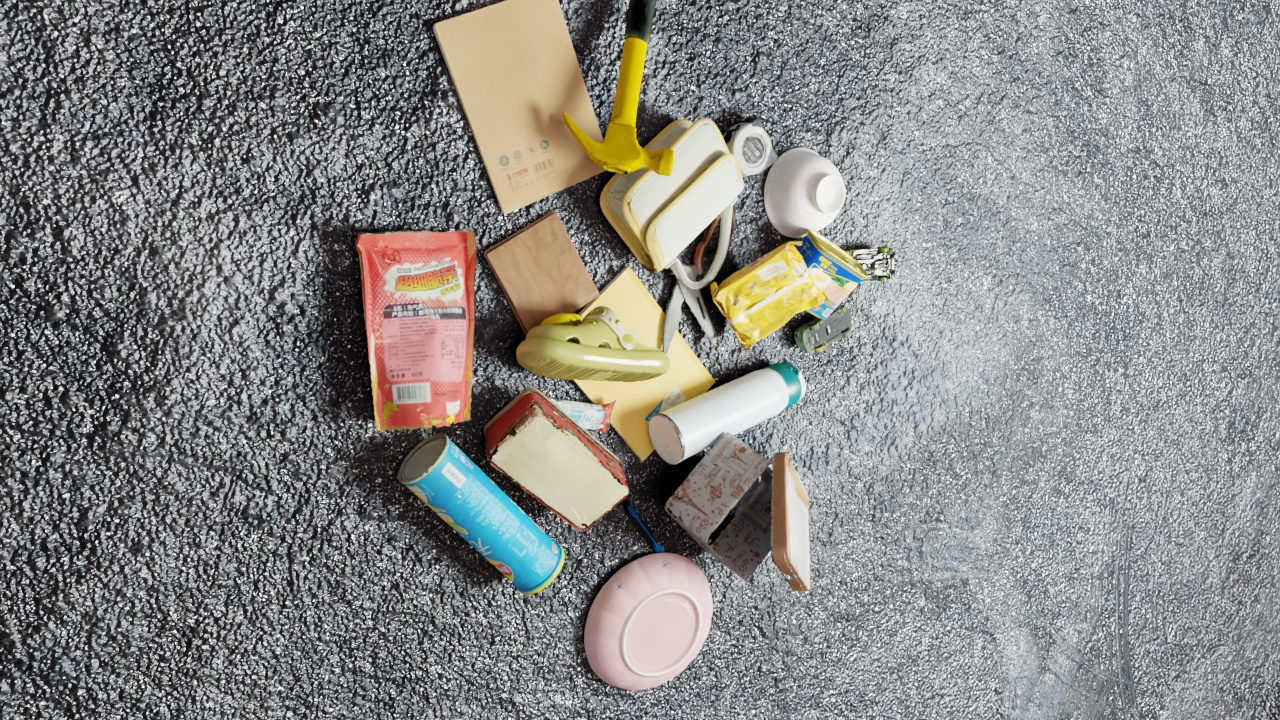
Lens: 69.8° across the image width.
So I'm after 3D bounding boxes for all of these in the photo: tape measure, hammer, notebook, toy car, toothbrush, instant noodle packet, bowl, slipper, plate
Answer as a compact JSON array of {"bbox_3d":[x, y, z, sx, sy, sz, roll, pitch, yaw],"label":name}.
[{"bbox_3d":[0.131,-0.262,1.144,0.065,0.034,0.066,-38,115,-21],"label":"tape measure"},{"bbox_3d":[-0.005,-0.354,1.016,0.129,0.033,0.300,10,85,0],"label":"hammer"},{"bbox_3d":[-0.007,0.007,1.132,0.145,0.010,0.206,-47,119,-15],"label":"notebook"},{"bbox_3d":[0.252,-0.044,1.259,0.091,0.036,0.043,-27,111,-23],"label":"toy car"},{"bbox_3d":[-0.004,0.205,1.175,0.014,0.016,0.189,-46,122,-22],"label":"toothbrush"},{"bbox_3d":[0.307,-0.133,1.277,0.105,0.032,0.048,-7,104,-18],"label":"toy car"},{"bbox_3d":[0.160,-0.085,1.145,0.128,0.044,0.111,-31,126,9],"label":"instant noodle packet"},{"bbox_3d":[0.226,-0.217,1.192,0.118,0.065,0.118,-6,102,-29],"label":"bowl"},{"bbox_3d":[-0.123,-0.284,1.004,0.147,0.008,0.208,-29,113,-23],"label":"notebook"},{"bbox_3d":[-0.053,-0.019,1.053,0.190,0.092,0.081,8,72,-32],"label":"slipper"},{"bbox_3d":[0.020,0.348,1.197,0.192,0.039,0.192,-8,107,-28],"label":"plate"}]

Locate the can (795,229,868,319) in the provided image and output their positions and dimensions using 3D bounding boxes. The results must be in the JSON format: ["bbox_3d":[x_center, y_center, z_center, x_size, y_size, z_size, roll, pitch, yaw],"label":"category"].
[{"bbox_3d":[0.233,-0.111,1.205,0.102,0.057,0.083,26,116,-32],"label":"can"}]

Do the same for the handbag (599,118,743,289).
[{"bbox_3d":[0.059,-0.176,1.088,0.163,0.063,0.179,-46,121,-15],"label":"handbag"}]

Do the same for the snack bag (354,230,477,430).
[{"bbox_3d":[-0.230,-0.032,0.965,0.128,0.073,0.208,-6,98,-34],"label":"snack bag"}]

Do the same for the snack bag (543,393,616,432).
[{"bbox_3d":[-0.077,0.063,1.089,0.104,0.026,0.048,5,113,-24],"label":"snack bag"}]

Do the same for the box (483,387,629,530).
[{"bbox_3d":[-0.092,0.118,1.050,0.091,0.078,0.168,-42,121,9],"label":"box"}]

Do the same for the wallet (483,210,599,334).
[{"bbox_3d":[-0.112,-0.097,1.045,0.101,0.020,0.115,-36,113,-21],"label":"wallet"}]

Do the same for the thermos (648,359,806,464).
[{"bbox_3d":[0.118,0.063,1.180,0.223,0.073,0.073,-22,110,-31],"label":"thermos"}]

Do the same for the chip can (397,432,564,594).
[{"bbox_3d":[-0.176,0.175,1.032,0.071,0.071,0.210,-47,119,-14],"label":"chip can"}]

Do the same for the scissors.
[{"bbox_3d":[0.054,-0.120,1.134,0.189,0.015,0.225,29,82,-31],"label":"scissors"}]

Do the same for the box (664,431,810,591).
[{"bbox_3d":[0.159,0.203,1.145,0.150,0.166,0.182,-48,144,-7],"label":"box"}]
